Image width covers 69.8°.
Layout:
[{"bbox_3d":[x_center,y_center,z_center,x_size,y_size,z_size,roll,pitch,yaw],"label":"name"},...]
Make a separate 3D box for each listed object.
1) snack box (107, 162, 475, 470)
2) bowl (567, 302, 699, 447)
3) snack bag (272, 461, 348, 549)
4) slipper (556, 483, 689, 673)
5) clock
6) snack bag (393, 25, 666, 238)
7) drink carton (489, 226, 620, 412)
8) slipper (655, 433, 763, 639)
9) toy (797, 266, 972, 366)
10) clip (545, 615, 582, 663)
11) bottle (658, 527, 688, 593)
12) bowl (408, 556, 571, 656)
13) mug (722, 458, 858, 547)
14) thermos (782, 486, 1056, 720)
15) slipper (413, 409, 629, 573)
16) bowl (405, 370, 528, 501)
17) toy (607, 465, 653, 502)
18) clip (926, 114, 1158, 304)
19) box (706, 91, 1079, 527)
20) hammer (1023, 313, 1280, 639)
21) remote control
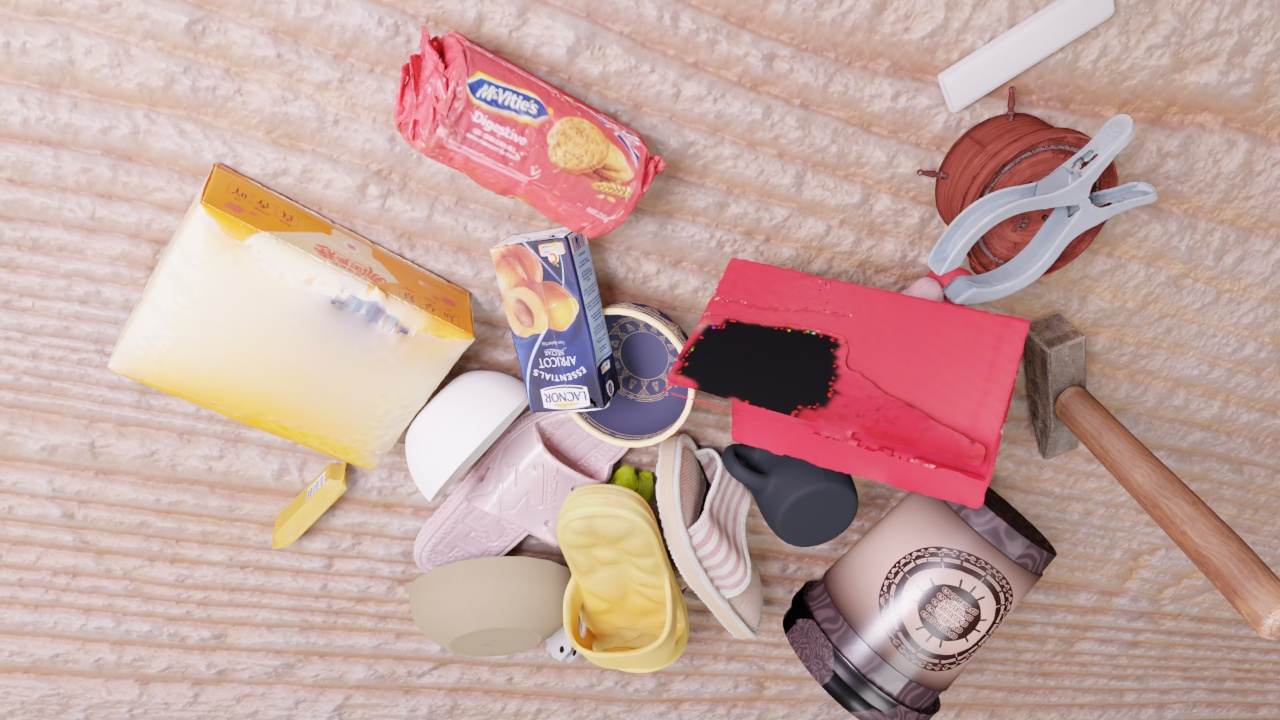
[{"bbox_3d":[-0.235,-0.018,0.634,0.195,0.080,0.145,28,114,-29],"label":"snack box"},{"bbox_3d":[-0.004,0.004,0.716,0.112,0.061,0.112,7,113,17],"label":"bowl"},{"bbox_3d":[-0.271,0.119,0.756,0.099,0.026,0.020,-44,123,15],"label":"snack bag"},{"bbox_3d":[-0.015,0.212,0.786,0.099,0.078,0.264,-3,132,9],"label":"slipper"},{"bbox_3d":[0.296,-0.120,0.707,0.121,0.072,0.157,-43,123,16],"label":"clock"},{"bbox_3d":[-0.074,-0.141,0.593,0.176,0.082,0.082,22,116,-26],"label":"snack bag"},{"bbox_3d":[-0.060,-0.028,0.663,0.064,0.040,0.130,-4,111,22],"label":"drink carton"},{"bbox_3d":[0.079,0.165,0.839,0.052,0.114,0.263,-8,134,21],"label":"slipper"},{"bbox_3d":[0.208,-0.014,0.768,0.131,0.097,0.124,-29,135,-17],"label":"toy"},{"bbox_3d":[-0.080,0.263,0.899,0.056,0.056,0.102,37,113,1],"label":"clip"},{"bbox_3d":[0.001,0.232,0.889,0.059,0.059,0.166,10,130,-21],"label":"bottle"},{"bbox_3d":[-0.131,0.229,0.824,0.152,0.050,0.153,-5,147,-4],"label":"bowl"},{"bbox_3d":[0.125,0.101,0.805,0.121,0.094,0.085,19,117,-26],"label":"mug"},{"bbox_3d":[0.273,0.225,0.895,0.172,0.172,0.226,29,107,-30],"label":"thermos"},{"bbox_3d":[-0.103,0.122,0.780,0.240,0.064,0.094,-42,124,17],"label":"slipper"},{"bbox_3d":[-0.138,0.049,0.702,0.050,0.114,0.115,43,109,0],"label":"bowl"},{"bbox_3d":[-0.019,0.138,0.826,0.093,0.036,0.094,-53,144,4],"label":"toy"},{"bbox_3d":[0.295,-0.089,0.666,0.163,0.028,0.112,-35,125,13],"label":"clip"},{"bbox_3d":[0.216,-0.057,0.774,0.217,0.350,0.198,13,133,22],"label":"box"},{"bbox_3d":[0.416,0.104,0.754,0.037,0.300,0.158,-22,127,1],"label":"hammer"},{"bbox_3d":[0.279,-0.227,0.663,0.131,0.012,0.033,-31,126,9],"label":"remote control"}]
